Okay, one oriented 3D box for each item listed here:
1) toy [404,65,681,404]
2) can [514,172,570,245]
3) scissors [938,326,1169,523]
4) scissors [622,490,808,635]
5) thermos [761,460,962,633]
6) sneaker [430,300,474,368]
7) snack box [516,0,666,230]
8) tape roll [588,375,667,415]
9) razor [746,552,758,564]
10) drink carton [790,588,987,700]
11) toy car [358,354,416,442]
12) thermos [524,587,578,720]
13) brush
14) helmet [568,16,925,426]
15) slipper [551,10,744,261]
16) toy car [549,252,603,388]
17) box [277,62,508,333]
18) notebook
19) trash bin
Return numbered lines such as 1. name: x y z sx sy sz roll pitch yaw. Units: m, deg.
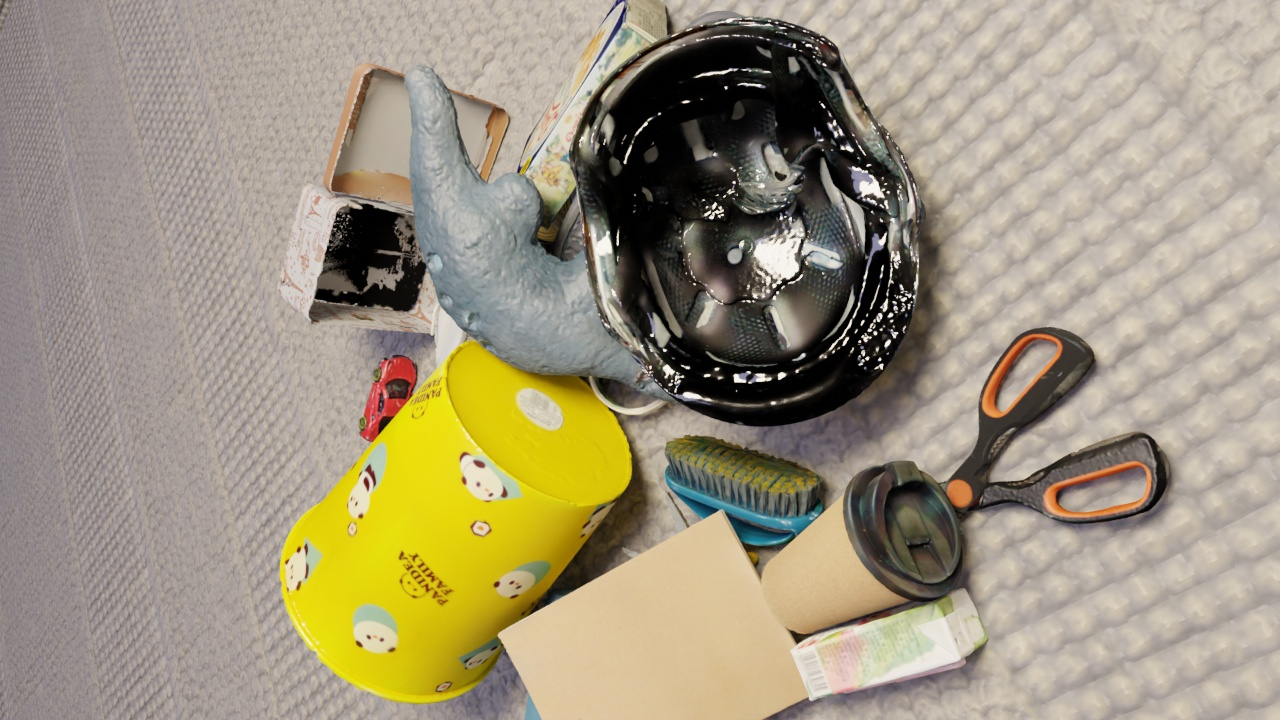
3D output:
1. toy: -0.090 -0.065 0.746 0.138 0.091 0.356 -43 100 11
2. can: -0.134 -0.141 0.915 0.111 0.075 0.075 -13 78 40
3. scissors: 0.231 0.070 0.617 0.225 0.021 0.204 -3 84 46
4. scissors: 0.062 0.186 0.731 0.160 0.014 0.181 -16 90 31
5. thermos: 0.148 0.135 0.630 0.144 0.092 0.093 -48 57 47
6. sneaker: -0.155 -0.068 0.901 0.243 0.089 0.090 117 147 -45
7. snack box: -0.045 -0.227 0.802 0.183 0.045 0.177 -50 19 26
8. tape roll: -0.005 0.005 0.809 0.086 0.014 0.085 -2 83 18
9. razor: 0.043 0.185 0.768 0.133 0.028 0.043 -30 64 34
10. drink carton: 0.171 0.199 0.634 0.123 0.053 0.045 -31 71 35
11. toy car: -0.287 0.045 1.051 0.031 0.049 0.106 27 104 39
12. thermos: -0.072 0.314 0.829 0.070 0.070 0.220 13 95 41
13. brush: 0.079 0.107 0.725 0.144 0.055 0.073 14 117 41
14. helmet: 0.073 -0.095 0.668 0.230 0.156 0.274 -23 92 7
15. slipper: 0.023 -0.163 0.779 0.110 0.083 0.268 30 107 -7
16. toy car: -0.068 -0.039 0.874 0.070 0.042 0.158 -25 68 37
17. box: -0.253 -0.163 0.955 0.082 0.176 0.261 32 109 38
18. notebook: 0.009 0.230 0.704 0.212 0.012 0.149 -32 78 13
19. trash bin: -0.154 0.132 0.807 0.256 0.229 0.229 -50 57 27
